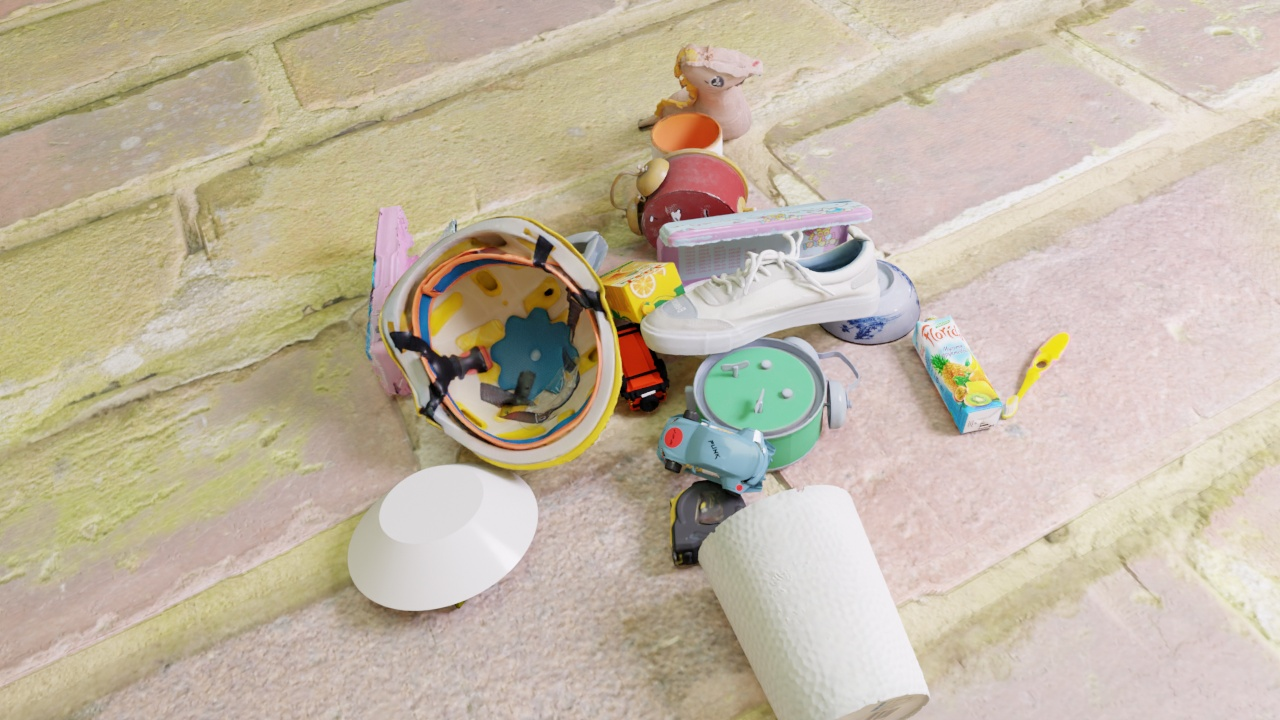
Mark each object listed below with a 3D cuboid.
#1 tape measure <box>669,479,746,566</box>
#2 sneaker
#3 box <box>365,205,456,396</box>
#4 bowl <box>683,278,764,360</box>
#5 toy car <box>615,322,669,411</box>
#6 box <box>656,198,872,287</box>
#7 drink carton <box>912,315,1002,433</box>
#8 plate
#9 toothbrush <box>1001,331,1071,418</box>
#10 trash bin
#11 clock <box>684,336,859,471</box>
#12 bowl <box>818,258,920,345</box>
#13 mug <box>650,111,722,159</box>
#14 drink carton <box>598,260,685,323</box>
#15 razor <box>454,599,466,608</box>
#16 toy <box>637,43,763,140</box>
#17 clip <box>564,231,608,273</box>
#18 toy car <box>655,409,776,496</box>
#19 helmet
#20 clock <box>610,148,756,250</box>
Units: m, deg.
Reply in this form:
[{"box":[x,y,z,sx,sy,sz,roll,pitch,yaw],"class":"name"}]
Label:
[{"box":[0.059,0.142,0.807,0.071,0.042,0.072,-9,46,3],"class":"tape measure"},{"box":[0.114,-0.073,0.884,0.242,0.091,0.089,-13,28,-8],"class":"sneaker"},{"box":[-0.239,-0.073,1.000,0.090,0.085,0.230,-10,48,0],"class":"box"},{"box":[0.082,-0.033,0.956,0.110,0.041,0.109,-3,48,4],"class":"bowl"},{"box":[-0.006,0.005,0.928,0.051,0.049,0.100,-17,49,-7],"class":"toy car"},{"box":[0.125,-0.130,0.968,0.214,0.140,0.062,-9,76,-5],"class":"box"},{"box":[0.305,0.010,0.892,0.044,0.039,0.128,-11,48,-3],"class":"drink carton"},{"box":[-0.180,0.139,0.817,0.174,0.036,0.173,-7,37,5],"class":"plate"},{"box":[0.388,0.010,0.898,0.021,0.016,0.135,28,58,33],"class":"toothbrush"},{"box":[0.133,0.198,0.696,0.133,0.133,0.161,-16,54,-8],"class":"trash bin"},{"box":[0.130,0.031,0.871,0.161,0.075,0.122,-21,49,-11],"class":"clock"},{"box":[0.240,-0.073,0.968,0.114,0.045,0.114,-4,49,4],"class":"bowl"},{"box":[0.056,-0.226,1.085,0.082,0.105,0.082,-3,49,4],"class":"mug"},{"box":[-0.005,-0.073,0.961,0.058,0.041,0.122,-28,17,-17],"class":"drink carton"},{"box":[-0.186,0.178,0.819,0.106,0.026,0.042,22,57,29],"class":"razor"},{"box":[0.061,-0.314,1.095,0.196,0.264,0.065,2,89,15],"class":"toy"},{"box":[-0.101,-0.075,0.992,0.162,0.027,0.090,-32,50,11],"class":"clip"},{"box":[0.060,0.078,0.803,0.108,0.027,0.060,16,80,27],"class":"toy car"},{"box":[-0.115,-0.014,0.892,0.209,0.139,0.240,-33,88,7],"class":"helmet"},{"box":[0.043,-0.168,1.023,0.159,0.117,0.081,15,53,-6],"class":"clock"}]
